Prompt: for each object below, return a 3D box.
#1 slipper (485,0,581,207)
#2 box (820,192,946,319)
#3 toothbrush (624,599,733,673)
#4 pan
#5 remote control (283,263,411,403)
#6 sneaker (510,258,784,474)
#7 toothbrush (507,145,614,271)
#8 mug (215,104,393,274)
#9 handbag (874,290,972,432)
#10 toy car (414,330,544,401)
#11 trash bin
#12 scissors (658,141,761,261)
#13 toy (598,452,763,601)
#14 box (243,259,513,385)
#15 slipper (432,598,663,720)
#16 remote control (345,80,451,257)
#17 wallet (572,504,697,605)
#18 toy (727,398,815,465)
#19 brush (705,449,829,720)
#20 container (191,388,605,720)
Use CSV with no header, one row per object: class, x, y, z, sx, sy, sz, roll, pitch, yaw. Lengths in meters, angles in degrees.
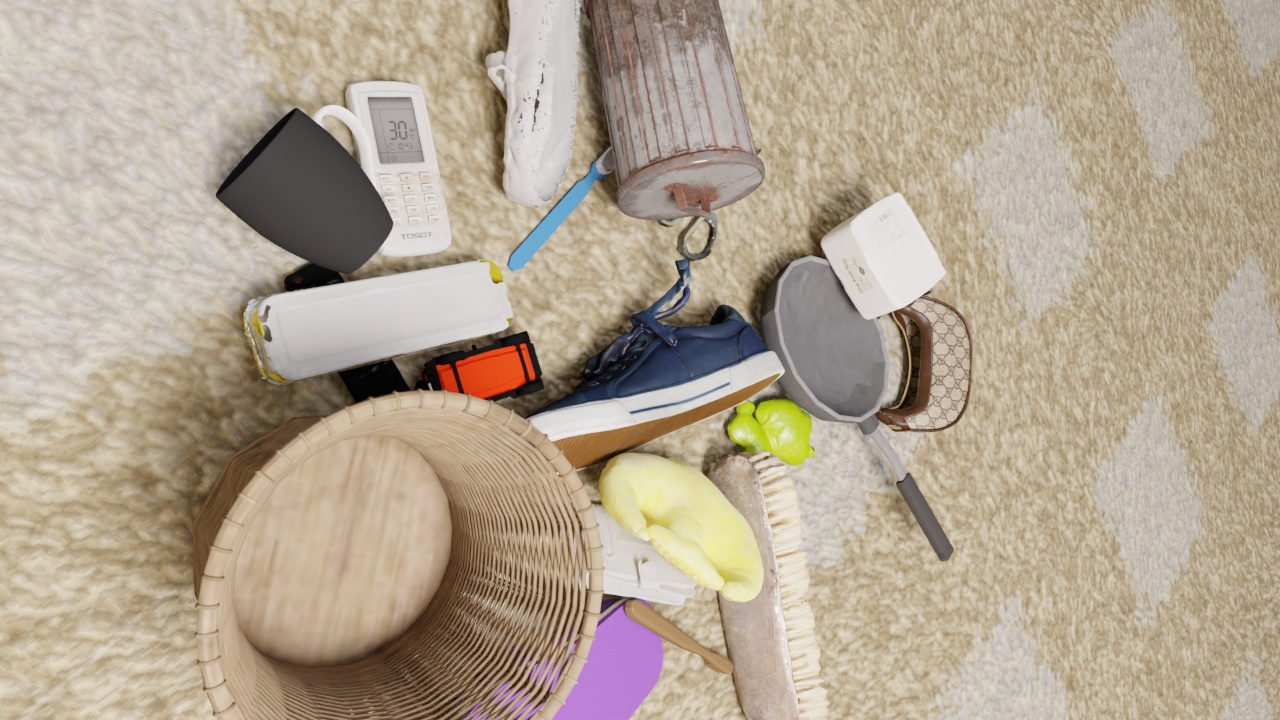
slipper,-0.091,-0.251,0.775,0.112,0.075,0.246,16,75,-66
box,0.276,-0.124,0.994,0.189,0.083,0.110,-34,96,-49
toothbrush,0.035,0.247,0.812,0.167,0.016,0.016,44,45,-39
pan,0.232,0.058,0.958,0.178,0.041,0.357,-38,99,-44
remote control,-0.212,-0.002,0.688,0.041,0.020,0.152,-36,104,-34
sneaker,-0.005,0.005,0.800,0.293,0.121,0.127,-20,73,-38
toothbrush,-0.064,-0.138,0.815,0.016,0.014,0.166,48,60,-21
mug,-0.225,-0.126,0.658,0.100,0.085,0.118,43,52,-29
handbag,0.306,-0.002,1.041,0.138,0.063,0.166,9,83,-24
toy car,-0.127,0.012,0.728,0.100,0.049,0.051,-19,94,-36
trash bin,0.028,-0.229,0.808,0.130,0.131,0.211,-4,78,-36
scissors,0.079,-0.161,0.924,0.169,0.013,0.132,-15,95,-38
toy,0.038,0.135,0.783,0.170,0.154,0.065,35,108,-13
box,-0.186,-0.034,0.683,0.208,0.033,0.064,-17,91,-44
slipper,-0.085,0.269,0.714,0.265,0.084,0.107,-23,100,-57
remote control,-0.189,-0.150,0.718,0.060,0.025,0.138,-12,91,-36
wallet,-0.005,0.163,0.792,0.116,0.032,0.086,15,42,-33
toy,0.132,0.073,0.918,0.093,0.036,0.094,-40,100,-27
brush,0.116,0.218,0.857,0.056,0.083,0.271,-9,89,-37
container,-0.169,0.131,0.579,0.226,0.196,0.227,0,90,-33
